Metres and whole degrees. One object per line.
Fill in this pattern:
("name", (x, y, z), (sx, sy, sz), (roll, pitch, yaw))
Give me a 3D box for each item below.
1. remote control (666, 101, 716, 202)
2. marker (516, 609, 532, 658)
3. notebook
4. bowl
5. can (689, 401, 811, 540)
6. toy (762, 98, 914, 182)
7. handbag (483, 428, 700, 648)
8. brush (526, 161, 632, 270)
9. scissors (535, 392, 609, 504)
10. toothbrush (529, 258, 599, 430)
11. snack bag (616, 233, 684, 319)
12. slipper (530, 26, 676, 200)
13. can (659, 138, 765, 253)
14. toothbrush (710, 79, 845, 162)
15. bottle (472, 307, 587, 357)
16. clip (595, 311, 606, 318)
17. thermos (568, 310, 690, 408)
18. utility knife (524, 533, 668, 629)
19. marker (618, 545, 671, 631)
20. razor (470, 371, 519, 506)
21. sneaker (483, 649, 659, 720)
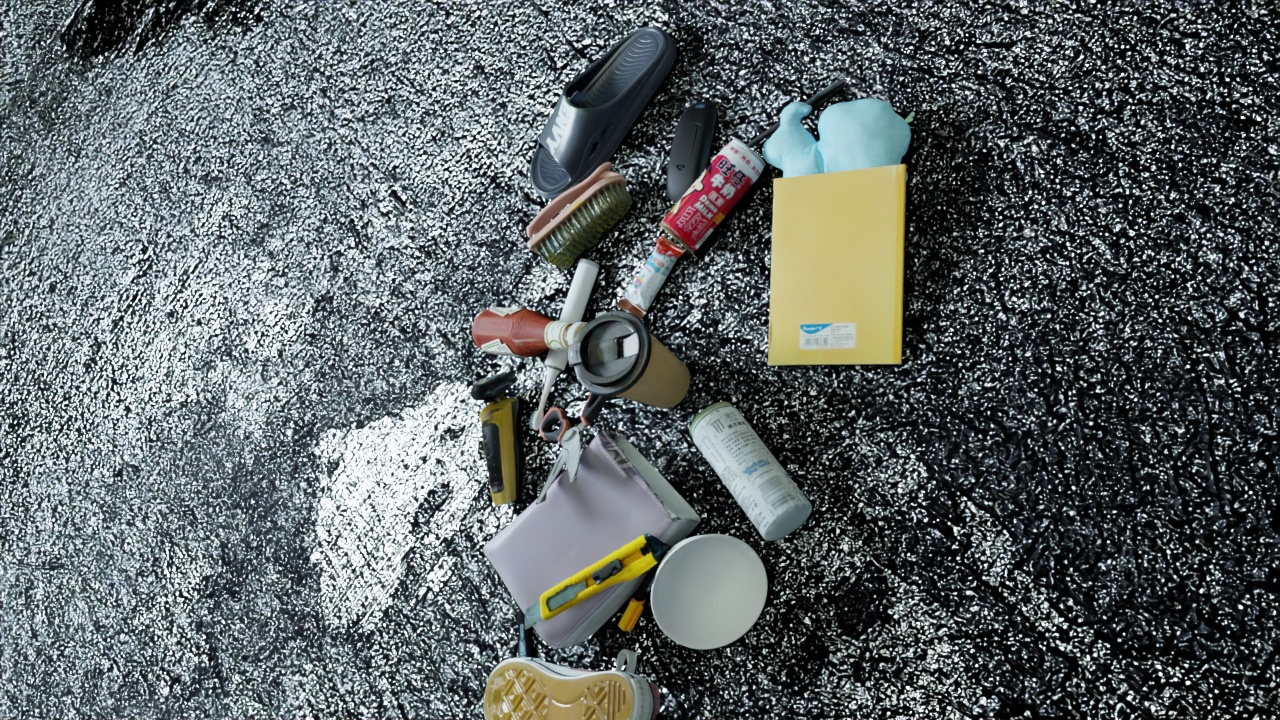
("remote control", (0.060, -0.259, 1.124), (0.053, 0.024, 0.136), (4, 76, 32))
("marker", (-0.131, 0.345, 1.037), (0.018, 0.015, 0.124), (-16, 64, 21))
("notebook", (0.204, -0.098, 0.962), (0.146, 0.010, 0.206), (-1, 84, 31))
("bowl", (0.061, 0.222, 0.923), (0.118, 0.118, 0.065), (-59, 15, 1))
("can", (0.111, 0.112, 0.942), (0.058, 0.058, 0.146), (-44, 56, 12))
("toy", (0.219, -0.233, 0.998), (0.157, 0.049, 0.161), (-39, 68, 27))
("handbag", (-0.054, 0.190, 0.990), (0.197, 0.098, 0.145), (-47, 68, 8))
("brush", (-0.077, -0.185, 1.159), (0.146, 0.063, 0.073), (-40, 67, 13))
("scissors", (-0.075, 0.076, 1.031), (0.188, 0.015, 0.225), (-49, 20, -13))
("toothbrush", (-0.097, -0.020, 1.137), (0.026, 0.026, 0.221), (7, 77, 56))
("snack bag", (0.014, -0.100, 1.096), (0.045, 0.026, 0.105), (34, 95, 32))
("slipper", (-0.066, -0.336, 1.195), (0.268, 0.083, 0.110), (-50, 53, 6))
("can", (0.084, -0.191, 1.067), (0.133, 0.053, 0.053), (-49, 55, 8))
("toothbrush", (0.159, -0.275, 1.074), (0.181, 0.015, 0.018), (-30, 51, 21))
("bottle", (-0.129, -0.032, 1.114), (0.206, 0.059, 0.059), (6, 76, 48))
("clip", (-0.033, -0.047, 1.111), (0.058, 0.044, 0.027), (19, 87, 44))
("thermos", (-0.006, 0.006, 0.999), (0.093, 0.143, 0.093), (-10, 69, 28))
("utility knife", (-0.049, 0.224, 0.919), (0.178, 0.015, 0.033), (-33, 72, 13))
("marker", (0.006, 0.239, 0.959), (0.015, 0.018, 0.124), (42, 122, 28))
("razor", (-0.175, 0.096, 1.126), (0.062, 0.067, 0.167), (-17, 72, 27))
("sneaker", (-0.065, 0.356, 0.949), (0.242, 0.087, 0.118), (-16, 59, 40))
